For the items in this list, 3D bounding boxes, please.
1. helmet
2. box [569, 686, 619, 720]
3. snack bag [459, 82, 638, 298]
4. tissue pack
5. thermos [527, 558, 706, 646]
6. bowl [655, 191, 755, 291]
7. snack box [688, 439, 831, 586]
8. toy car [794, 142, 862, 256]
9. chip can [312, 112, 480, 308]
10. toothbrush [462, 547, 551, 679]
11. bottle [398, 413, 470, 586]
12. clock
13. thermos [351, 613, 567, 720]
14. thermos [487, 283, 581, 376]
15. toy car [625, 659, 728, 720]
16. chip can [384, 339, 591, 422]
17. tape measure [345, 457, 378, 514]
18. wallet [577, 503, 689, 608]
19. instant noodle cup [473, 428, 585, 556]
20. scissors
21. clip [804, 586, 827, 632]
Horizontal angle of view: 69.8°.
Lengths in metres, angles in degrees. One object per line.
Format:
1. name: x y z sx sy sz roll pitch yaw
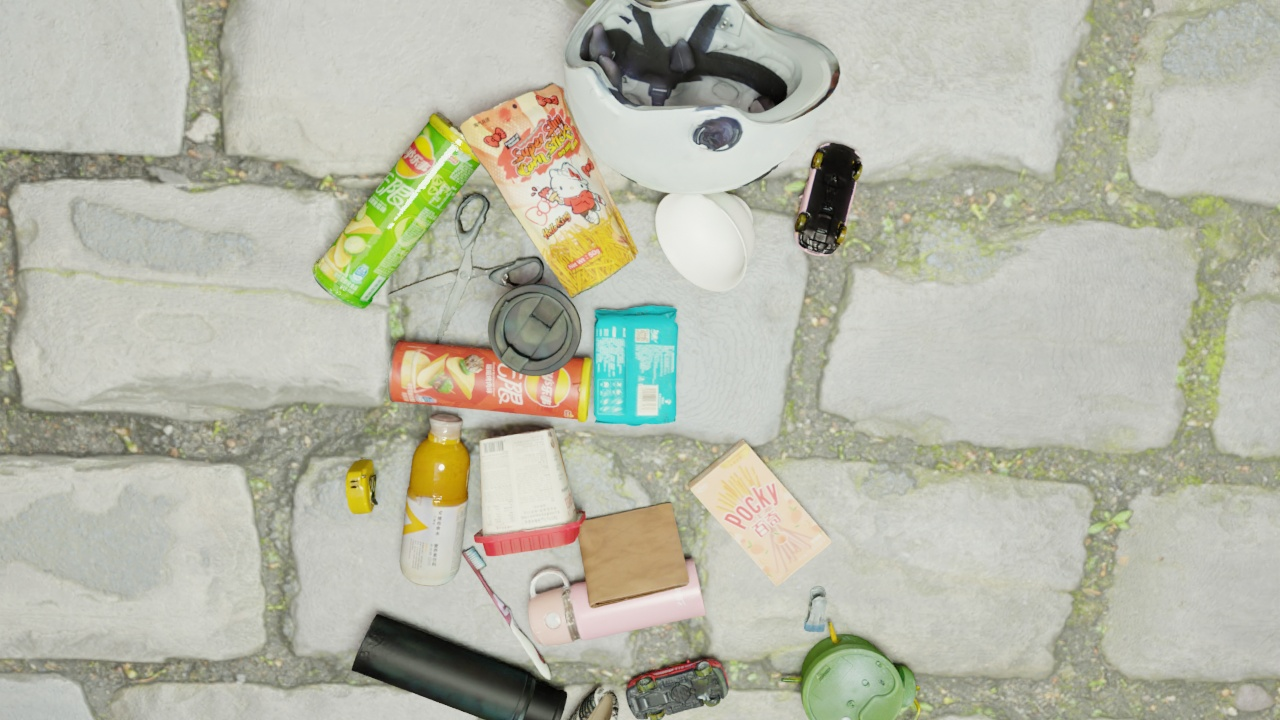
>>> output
1. helmet: 0.050 -0.247 0.900 0.258 0.228 0.146 6 137 -4
2. box: -0.067 0.466 1.086 0.073 0.076 0.164 26 97 -1
3. snack bag: -0.086 -0.178 0.962 0.128 0.073 0.208 -36 104 -31
4. tissue pack: -0.006 0.006 1.010 0.093 0.050 0.133 1 100 1
5. thermos: -0.030 0.269 1.053 0.198 0.067 0.087 -12 80 3
6. bowl: 0.081 -0.139 0.972 0.064 0.119 0.118 -41 100 -33
7. snack box: 0.137 0.175 1.053 0.084 0.026 0.157 -41 98 6
8. toy car: 0.201 -0.173 0.989 0.056 0.037 0.122 16 87 -6
9. chip can: -0.256 -0.154 0.970 0.072 0.072 0.221 40 97 -7
10. toothbrush: -0.153 0.298 1.079 0.017 0.016 0.187 -32 98 -5
11. bottle: -0.227 0.155 1.026 0.068 0.068 0.189 8 100 -2
12. clock: 0.257 0.389 1.077 0.161 0.056 0.116 37 98 -6
13. thermos: -0.212 0.380 1.070 0.242 0.068 0.090 24 121 -5
14. thermos: -0.106 -0.038 0.955 0.093 0.143 0.093 0 100 -2
15. toy car: 0.043 0.384 1.080 0.120 0.045 0.053 -15 102 7
16. chip can: -0.162 0.021 1.002 0.216 0.073 0.073 7 100 -1
17. tape measure: -0.310 0.143 1.028 0.029 0.060 0.057 -4 99 -5
18. wallet: -0.010 0.218 1.035 0.115 0.020 0.101 -12 58 0
19. instant noodle cup: -0.126 0.141 1.008 0.116 0.116 0.124 -8 89 1
20. scissors: -0.194 -0.100 1.010 0.180 0.014 0.159 -8 100 2
21. clip: 0.208 0.296 1.079 0.024 0.027 0.056 5 110 0
